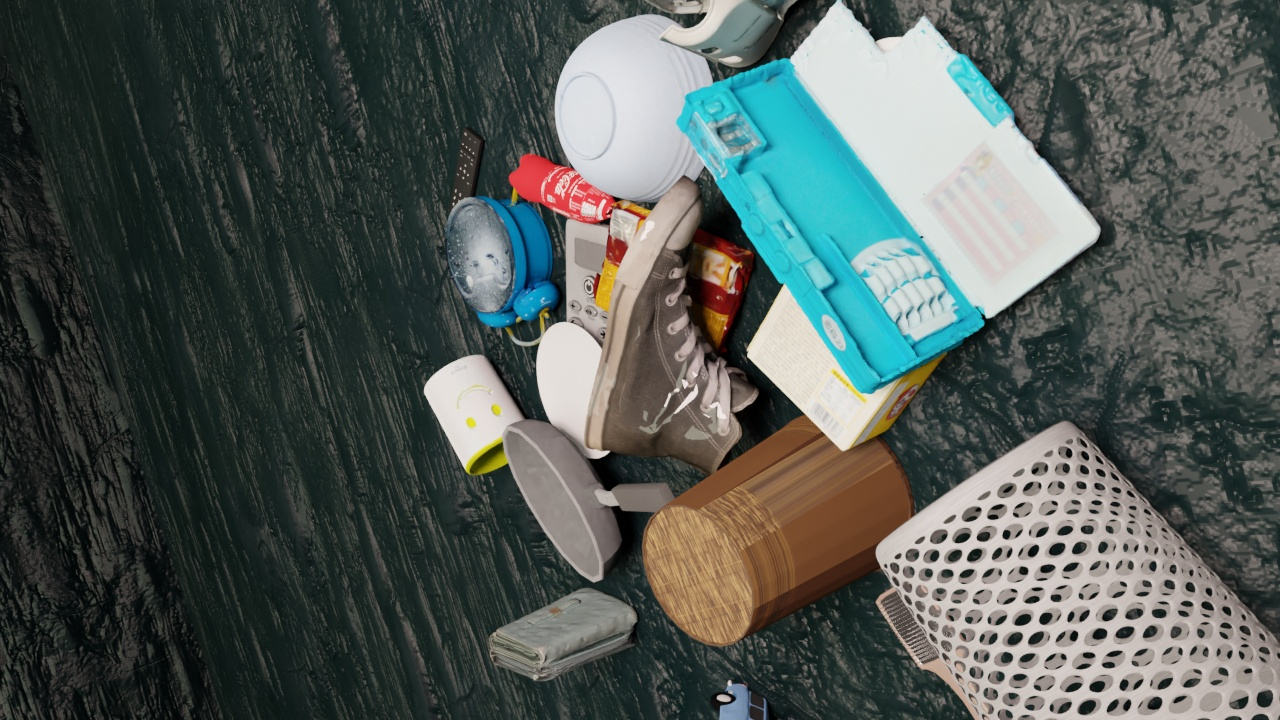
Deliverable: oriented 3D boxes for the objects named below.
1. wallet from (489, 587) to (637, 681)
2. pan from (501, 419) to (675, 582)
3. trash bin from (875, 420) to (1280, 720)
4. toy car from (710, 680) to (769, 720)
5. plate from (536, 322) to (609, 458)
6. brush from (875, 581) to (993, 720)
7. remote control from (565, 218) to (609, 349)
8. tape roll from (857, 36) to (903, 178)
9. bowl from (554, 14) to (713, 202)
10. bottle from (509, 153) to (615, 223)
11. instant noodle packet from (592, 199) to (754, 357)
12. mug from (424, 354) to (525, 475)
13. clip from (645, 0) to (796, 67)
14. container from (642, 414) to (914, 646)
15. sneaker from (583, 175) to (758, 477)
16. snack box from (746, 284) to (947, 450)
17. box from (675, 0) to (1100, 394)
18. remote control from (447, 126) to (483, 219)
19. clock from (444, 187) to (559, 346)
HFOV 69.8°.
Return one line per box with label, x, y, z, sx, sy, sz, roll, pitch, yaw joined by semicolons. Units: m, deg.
wallet;-0.079;0.281;0.939;0.101;0.131;0.054;-6;96;47
pan;-0.041;0.122;0.832;0.178;0.041;0.358;61;158;-4
trash bin;0.246;0.147;0.525;0.183;0.156;0.157;56;137;20
toy car;0.084;0.335;0.788;0.055;0.153;0.056;2;98;9
plate;-0.057;0.028;0.881;0.135;0.011;0.135;24;122;45
brush;0.226;0.227;0.677;0.135;0.015;0.050;57;136;16
remote control;-0.042;-0.054;0.860;0.074;0.019;0.151;21;119;41
tape roll;0.166;-0.162;0.600;0.093;0.013;0.093;20;118;42
bowl;-0.019;-0.199;0.740;0.151;0.074;0.151;20;119;42
bottle;-0.063;-0.151;0.829;0.142;0.041;0.042;28;123;37
instant noodle packet;0.022;-0.068;0.752;0.135;0.039;0.099;26;121;18
mug;-0.176;0.059;0.999;0.106;0.082;0.083;57;137;17
clip;0.068;-0.232;0.610;0.152;0.126;0.105;7;104;20
container;0.095;0.123;0.665;0.132;0.166;0.132;19;118;42
sneaker;0.037;-0.017;0.690;0.120;0.095;0.235;17;113;10
snack box;0.142;-0.005;0.647;0.106;0.061;0.084;47;133;25
box;0.148;-0.113;0.586;0.172;0.084;0.227;-35;75;11
remote control;-0.190;-0.179;0.981;0.030;0.009;0.140;42;131;29
clock;-0.137;-0.090;0.920;0.117;0.060;0.161;-5;102;47
